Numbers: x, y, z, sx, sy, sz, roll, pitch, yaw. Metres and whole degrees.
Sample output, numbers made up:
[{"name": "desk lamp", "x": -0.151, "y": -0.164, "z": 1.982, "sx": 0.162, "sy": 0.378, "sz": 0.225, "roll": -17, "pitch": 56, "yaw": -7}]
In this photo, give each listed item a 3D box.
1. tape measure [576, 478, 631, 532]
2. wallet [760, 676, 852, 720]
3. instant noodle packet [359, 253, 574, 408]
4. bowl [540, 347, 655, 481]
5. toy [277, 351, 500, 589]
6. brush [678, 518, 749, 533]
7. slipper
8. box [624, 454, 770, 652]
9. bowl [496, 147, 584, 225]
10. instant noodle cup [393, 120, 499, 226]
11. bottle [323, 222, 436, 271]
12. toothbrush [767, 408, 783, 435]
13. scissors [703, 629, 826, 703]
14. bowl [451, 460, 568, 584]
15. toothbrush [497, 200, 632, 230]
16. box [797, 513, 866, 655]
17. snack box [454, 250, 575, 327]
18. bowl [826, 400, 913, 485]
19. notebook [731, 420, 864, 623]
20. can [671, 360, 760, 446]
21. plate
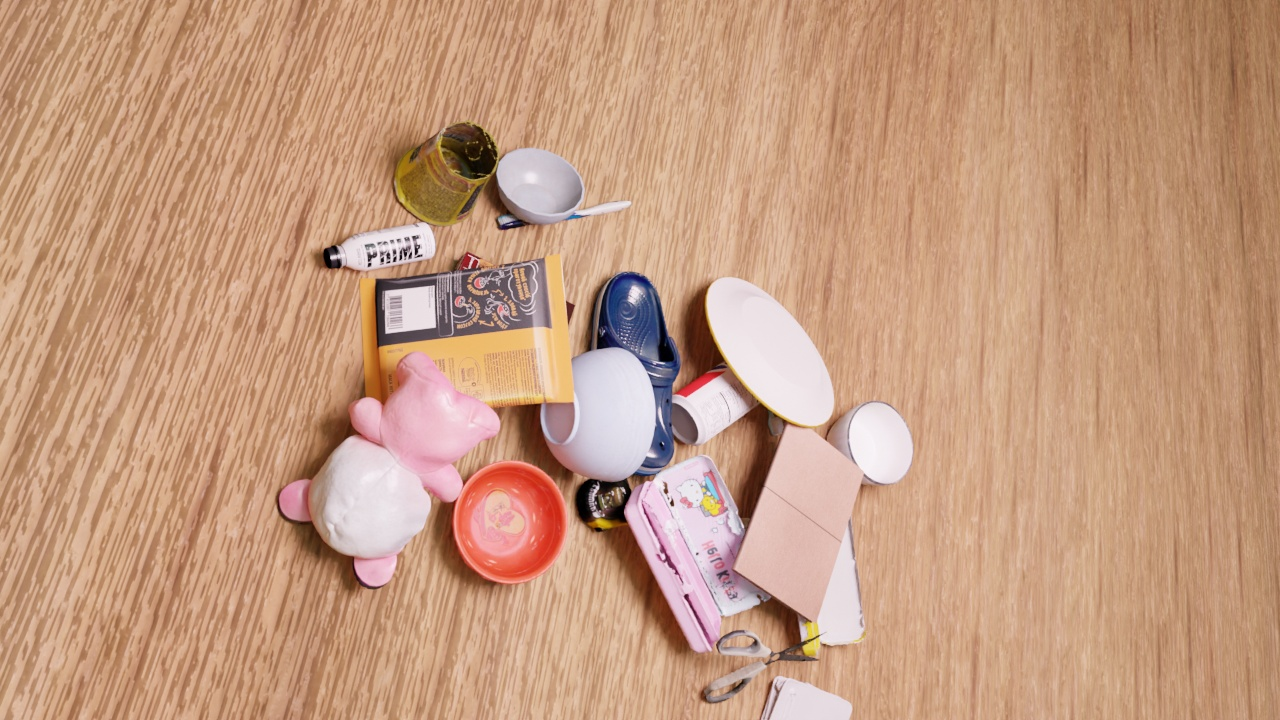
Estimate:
[{"name": "tape measure", "x": -0.040, "y": 0.160, "z": 1.053, "sx": 0.062, "sy": 0.038, "sz": 0.067, "roll": -10, "pitch": 82, "yaw": -31}, {"name": "wallet", "x": 0.199, "y": 0.438, "z": 1.122, "sx": 0.116, "sy": 0.032, "sz": 0.086, "roll": 32, "pitch": 74, "yaw": -21}, {"name": "instant noodle packet", "x": -0.186, "y": -0.022, "z": 0.970, "sx": 0.221, "sy": 0.032, "sz": 0.159, "roll": -7, "pitch": 79, "yaw": 3}, {"name": "bowl", "x": -0.060, "y": 0.058, "z": 0.996, "sx": 0.074, "sy": 0.151, "sz": 0.150, "roll": 3, "pitch": 75, "yaw": -40}, {"name": "toy", "x": -0.245, "y": 0.105, "z": 0.904, "sx": 0.142, "sy": 0.084, "sz": 0.213, "roll": 42, "pitch": 86, "yaw": -10}, {"name": "brush", "x": 0.115, "y": 0.206, "z": 1.145, "sx": 0.217, "sy": 0.012, "sz": 0.033, "roll": 5, "pitch": 75, "yaw": -28}, {"name": "slipper", "x": -0.006, "y": 0.006, "z": 1.078, "sx": 0.105, "sy": 0.095, "sz": 0.252, "roll": 8, "pitch": 67, "yaw": -30}, {"name": "box", "x": 0.072, "y": 0.219, "z": 1.047, "sx": 0.201, "sy": 0.103, "sz": 0.100, "roll": 64, "pitch": 15, "yaw": -11}, {"name": "bowl", "x": -0.123, "y": -0.200, "z": 1.091, "sx": 0.106, "sy": 0.039, "sz": 0.106, "roll": 11, "pitch": 54, "yaw": -16}, {"name": "instant noodle cup", "x": -0.209, "y": -0.211, "z": 1.014, "sx": 0.102, "sy": 0.108, "sz": 0.102, "roll": 8, "pitch": 74, "yaw": -30}, {"name": "bottle", "x": -0.282, "y": -0.120, "z": 0.989, "sx": 0.115, "sy": 0.041, "sz": 0.041, "roll": -16, "pitch": 85, "yaw": -32}, {"name": "toothbrush", "x": 0.162, "y": 0.011, "z": 1.221, "sx": 0.016, "sy": 0.017, "sz": 0.180, "roll": -8, "pitch": 80, "yaw": -30}, {"name": "scissors", "x": 0.139, "y": 0.350, "z": 1.071, "sx": 0.169, "sy": 0.012, "sz": 0.157, "roll": -41, "pitch": 130, "yaw": 5}, {"name": "bowl", "x": -0.145, "y": 0.175, "z": 0.985, "sx": 0.130, "sy": 0.045, "sz": 0.130, "roll": 8, "pitch": 73, "yaw": -28}, {"name": "toothbrush", "x": -0.090, "y": -0.182, "z": 1.130, "sx": 0.188, "sy": 0.016, "sz": 0.017, "roll": -15, "pitch": 75, "yaw": -31}, {"name": "box", "x": 0.232, "y": 0.257, "z": 1.146, "sx": 0.080, "sy": 0.084, "sz": 0.210, "roll": -9, "pitch": 85, "yaw": 13}, {"name": "snack box", "x": -0.149, "y": -0.068, "z": 1.055, "sx": 0.141, "sy": 0.032, "sz": 0.050, "roll": 26, "pitch": 66, "yaw": -21}, {"name": "bowl", "x": 0.305, "y": 0.116, "z": 1.243, "sx": 0.116, "sy": 0.066, "sz": 0.116, "roll": 8, "pitch": 74, "yaw": -28}, {"name": "notebook", "x": 0.195, "y": 0.190, "z": 1.112, "sx": 0.141, "sy": 0.008, "sz": 0.208, "roll": 37, "pitch": 62, "yaw": -24}, {"name": "can", "x": 0.097, "y": 0.047, "z": 1.141, "sx": 0.131, "sy": 0.070, "sz": 0.070, "roll": -31, "pitch": 93, "yaw": -32}, {"name": "plate", "x": 0.173, "y": -0.018, "z": 1.171, "sx": 0.229, "sy": 0.021, "sz": 0.229, "roll": 30, "pitch": 37, "yaw": -27}]
